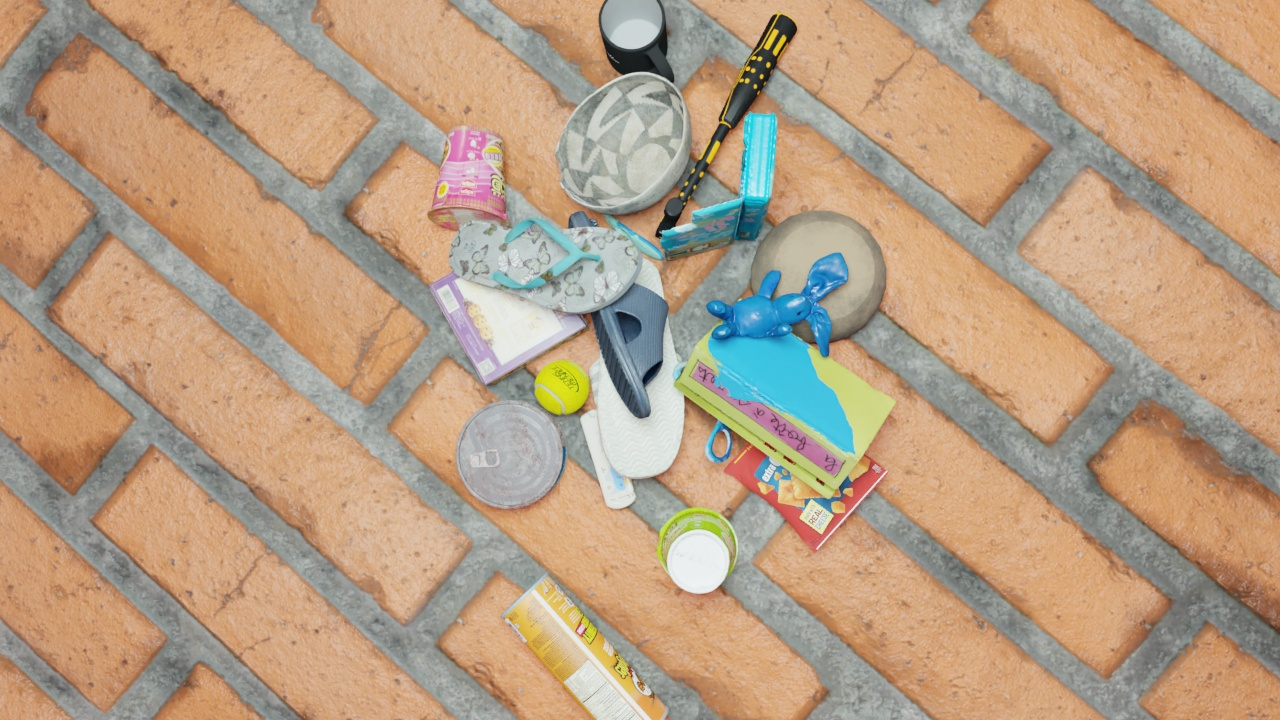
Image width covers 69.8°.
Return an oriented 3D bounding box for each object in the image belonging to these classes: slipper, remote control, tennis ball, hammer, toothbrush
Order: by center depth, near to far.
[{"bbox_3d":[-0.124,-0.110,1.030,0.269,0.054,0.098,9,86,32],"label":"slipper"},{"bbox_3d":[-0.014,-0.059,1.054,0.082,0.101,0.263,-15,69,-12],"label":"slipper"},{"bbox_3d":[0.101,-0.281,1.098,0.036,0.123,0.320,30,79,1],"label":"hammer"},{"bbox_3d":[-0.095,0.033,1.106,0.065,0.065,0.065,0,87,4],"label":"tennis ball"},{"bbox_3d":[-0.007,0.006,1.108,0.114,0.054,0.272,-4,79,2],"label":"slipper"},{"bbox_3d":[-0.039,0.120,1.123,0.038,0.018,0.125,-18,84,3],"label":"remote control"},{"bbox_3d":[-0.026,-0.165,1.133,0.135,0.022,0.017,39,59,6],"label":"toothbrush"}]

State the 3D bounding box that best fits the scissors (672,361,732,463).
[{"bbox_3d":[0.091,0.057,1.090,0.134,0.011,0.139,23,64,-23],"label":"scissors"}]

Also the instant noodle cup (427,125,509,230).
[{"bbox_3d":[-0.206,-0.222,1.116,0.098,0.098,0.108,2,80,4],"label":"instant noodle cup"}]

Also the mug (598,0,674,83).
[{"bbox_3d":[0.003,-0.380,1.106,0.078,0.088,0.113,-35,86,2],"label":"mug"}]

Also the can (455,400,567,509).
[{"bbox_3d":[-0.156,0.113,1.117,0.130,0.044,0.130,0,87,4],"label":"can"}]

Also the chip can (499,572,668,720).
[{"bbox_3d":[-0.067,0.357,1.084,0.075,0.075,0.215,-43,85,1],"label":"chip can"}]

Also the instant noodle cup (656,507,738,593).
[{"bbox_3d":[0.068,0.225,1.065,0.099,0.108,0.099,0,87,3],"label":"instant noodle cup"}]

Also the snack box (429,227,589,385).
[{"bbox_3d":[-0.160,-0.066,1.127,0.148,0.040,0.143,-30,86,2],"label":"snack box"}]

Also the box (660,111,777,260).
[{"bbox_3d":[0.101,-0.170,1.020,0.086,0.227,0.169,40,90,5],"label":"box"}]

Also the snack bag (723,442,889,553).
[{"bbox_3d":[0.196,0.131,1.093,0.144,0.039,0.131,42,89,15],"label":"snack bag"}]

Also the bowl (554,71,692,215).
[{"bbox_3d":[-0.007,-0.246,1.096,0.179,0.081,0.178,-11,68,29],"label":"bowl"}]

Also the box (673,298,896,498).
[{"bbox_3d":[0.162,0.039,1.044,0.221,0.083,0.124,33,47,12],"label":"box"}]

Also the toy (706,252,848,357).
[{"bbox_3d":[0.152,-0.049,1.015,0.176,0.071,0.112,-13,85,-16],"label":"toy"}]

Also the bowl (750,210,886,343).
[{"bbox_3d":[0.213,-0.101,1.088,0.162,0.070,0.162,0,87,4],"label":"bowl"}]
